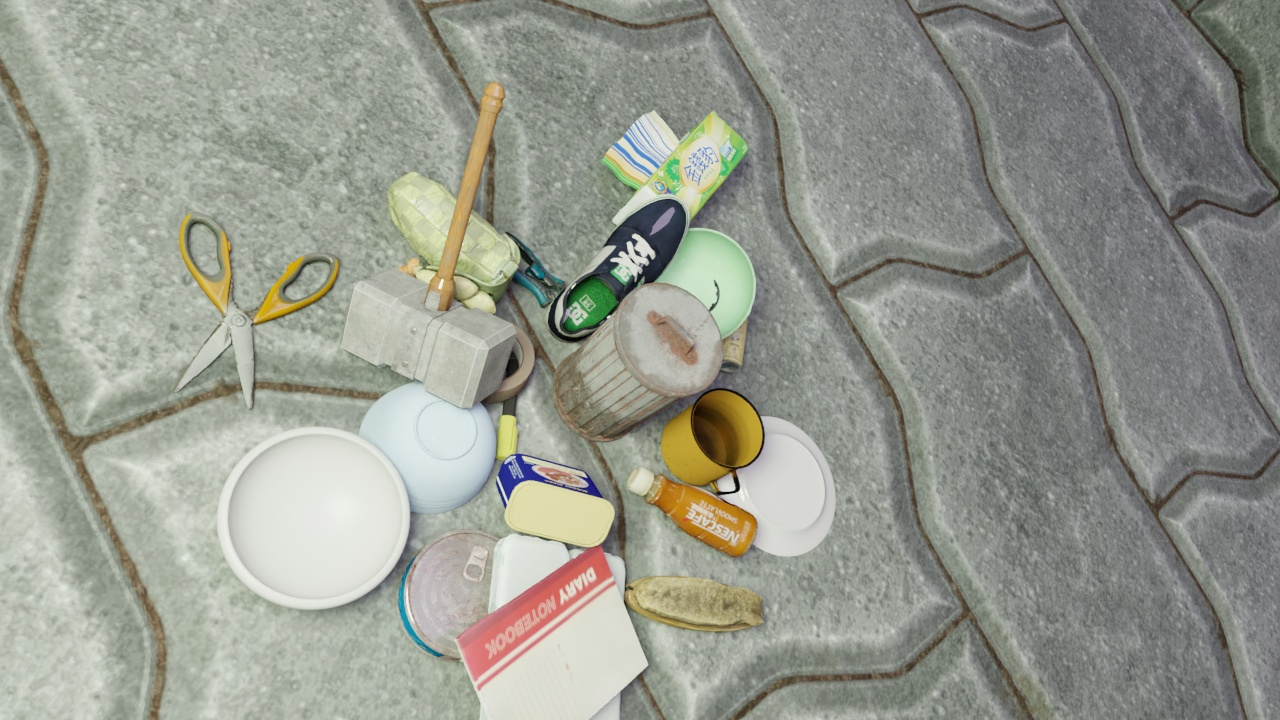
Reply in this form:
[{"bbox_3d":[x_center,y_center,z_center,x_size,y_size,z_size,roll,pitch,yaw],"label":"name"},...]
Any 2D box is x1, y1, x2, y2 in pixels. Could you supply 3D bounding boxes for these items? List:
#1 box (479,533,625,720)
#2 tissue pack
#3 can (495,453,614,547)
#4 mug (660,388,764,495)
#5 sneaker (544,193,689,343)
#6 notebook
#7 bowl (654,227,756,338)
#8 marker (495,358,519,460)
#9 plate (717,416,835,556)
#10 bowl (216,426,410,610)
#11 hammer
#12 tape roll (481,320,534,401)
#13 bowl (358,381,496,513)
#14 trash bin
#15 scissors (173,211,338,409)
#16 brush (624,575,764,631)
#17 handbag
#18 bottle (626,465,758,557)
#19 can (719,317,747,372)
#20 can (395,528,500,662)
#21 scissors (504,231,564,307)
[{"bbox_3d":[-0.083,0.296,0.959,0.189,0.037,0.208,22,62,-38],"label":"box"},{"bbox_3d":[0.032,-0.263,1.250,0.141,0.121,0.197,43,50,-8],"label":"tissue pack"},{"bbox_3d":[-0.097,0.150,1.003,0.116,0.092,0.056,18,99,-21],"label":"can"},{"bbox_3d":[0.089,0.108,1.128,0.100,0.094,0.123,-8,72,-29],"label":"mug"},{"bbox_3d":[-0.018,-0.113,1.117,0.084,0.079,0.235,45,80,-10],"label":"sneaker"},{"bbox_3d":[-0.082,0.297,0.929,0.208,0.012,0.153,-26,96,-48],"label":"notebook"},{"bbox_3d":[0.074,-0.093,1.203,0.151,0.077,0.151,0,86,4],"label":"bowl"},{"bbox_3d":[-0.151,0.055,1.065,0.021,0.017,0.123,-5,63,17],"label":"marker"},{"bbox_3d":[0.186,0.161,1.208,0.188,0.016,0.188,11,65,-25],"label":"plate"},{"bbox_3d":[-0.321,0.157,0.899,0.176,0.066,0.176,11,65,-25],"label":"bowl"},{"bbox_3d":[-0.187,-0.125,0.928,0.163,0.318,0.082,25,24,10],"label":"hammer"},{"bbox_3d":[-0.171,-0.001,1.059,0.093,0.030,0.093,6,63,-12],"label":"tape roll"},{"bbox_3d":[-0.219,0.083,0.982,0.150,0.075,0.150,11,65,-24],"label":"bowl"},{"bbox_3d":[-0.006,0.006,1.049,0.130,0.212,0.130,11,64,-25],"label":"trash bin"},{"bbox_3d":[-0.427,-0.064,0.967,0.216,0.016,0.224,41,58,-8],"label":"scissors"},{"bbox_3d":[0.069,0.283,1.070,0.195,0.043,0.059,18,64,-29],"label":"brush"},{"bbox_3d":[-0.228,-0.124,1.054,0.186,0.113,0.116,42,69,-4],"label":"handbag"},{"bbox_3d":[0.061,0.178,1.106,0.167,0.059,0.059,30,58,-15],"label":"bottle"},{"bbox_3d":[0.122,-0.027,1.240,0.038,0.038,0.079,21,61,-20],"label":"can"},{"bbox_3d":[-0.184,0.243,0.952,0.129,0.044,0.129,11,65,-25],"label":"can"},{"bbox_3d":[-0.127,-0.105,1.147,0.126,0.019,0.143,-3,73,-31],"label":"scissors"}]
